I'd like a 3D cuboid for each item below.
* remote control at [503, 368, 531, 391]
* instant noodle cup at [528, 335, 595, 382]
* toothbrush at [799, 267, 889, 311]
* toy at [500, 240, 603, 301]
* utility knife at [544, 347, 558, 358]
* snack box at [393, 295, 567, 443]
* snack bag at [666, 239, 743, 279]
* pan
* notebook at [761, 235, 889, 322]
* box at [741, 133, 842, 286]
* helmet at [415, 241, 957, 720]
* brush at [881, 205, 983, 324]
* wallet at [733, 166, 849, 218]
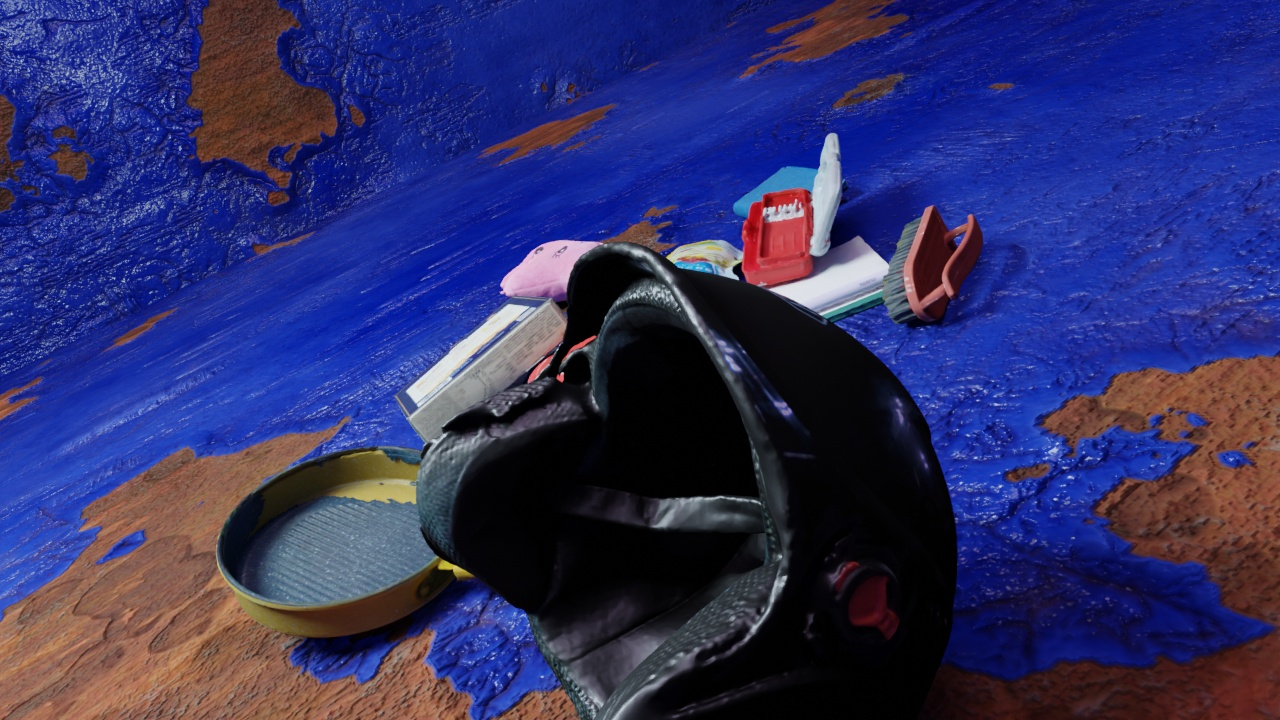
[{"bbox_3d":[-0.146,0.001,1.053,0.049,0.024,0.124,-15,25,19],"label":"remote control"},{"bbox_3d":[-0.005,0.005,0.846,0.194,0.066,0.193,-24,14,6],"label":"instant noodle cup"},{"bbox_3d":[0.165,-0.054,0.873,0.189,0.029,0.021,-22,-11,3],"label":"toothbrush"},{"bbox_3d":[-0.101,-0.113,1.187,0.178,0.075,0.195,-29,22,-35],"label":"toy"},{"bbox_3d":[-0.101,0.022,0.980,0.029,0.013,0.179,-18,24,7],"label":"utility knife"},{"bbox_3d":[-0.168,0.005,0.953,0.177,0.046,0.183,-42,15,-11],"label":"snack box"},{"bbox_3d":[0.058,-0.093,1.023,0.110,0.039,0.190,3,22,11],"label":"snack bag"},{"bbox_3d":[-0.165,0.141,0.698,0.358,0.078,0.197,14,34,27],"label":"pan"},{"bbox_3d":[0.150,-0.060,0.932,0.209,0.012,0.150,-22,25,4],"label":"notebook"},{"bbox_3d":[0.178,-0.163,1.011,0.155,0.073,0.200,-41,16,28],"label":"box"},{"bbox_3d":[0.032,0.080,0.432,0.229,0.275,0.233,-5,25,-30],"label":"helmet"},{"bbox_3d":[0.263,-0.084,0.817,0.069,0.063,0.145,-21,21,38],"label":"brush"},{"bbox_3d":[0.191,-0.210,1.181,0.106,0.040,0.133,-36,27,-8],"label":"wallet"}]
